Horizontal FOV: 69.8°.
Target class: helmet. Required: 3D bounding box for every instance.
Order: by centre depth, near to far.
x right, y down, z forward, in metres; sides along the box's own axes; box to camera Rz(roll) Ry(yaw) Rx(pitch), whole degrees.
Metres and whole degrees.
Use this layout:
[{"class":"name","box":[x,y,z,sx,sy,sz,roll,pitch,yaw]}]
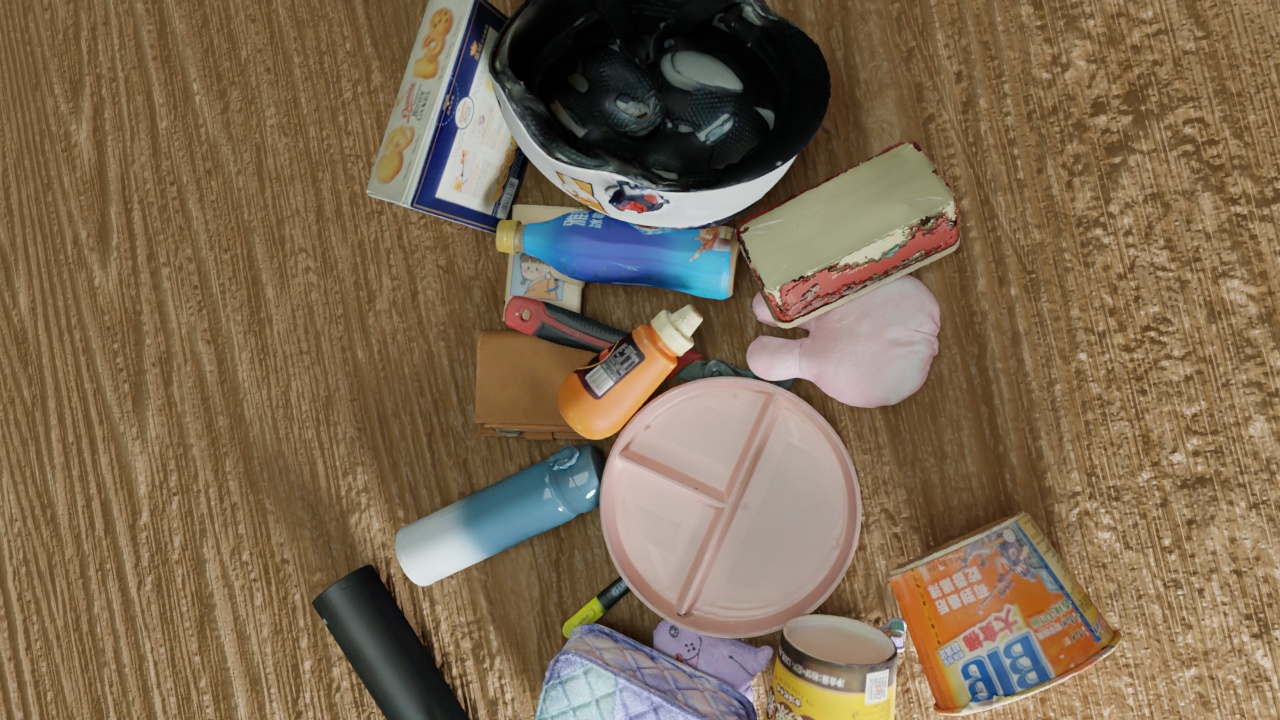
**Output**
[{"class":"helmet","box":[0.011,-0.206,0.778,0.274,0.157,0.229,23,67,9]}]

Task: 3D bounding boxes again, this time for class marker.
[{"class":"marker","box":[-0.027,0.223,0.871,0.124,0.015,0.018,-43,82,11]}]

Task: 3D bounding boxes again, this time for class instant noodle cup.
[{"class":"instant noodle cup","box":[0.273,0.193,0.716,0.151,0.151,0.111,-29,74,15]},{"class":"instant noodle cup","box":[0.157,0.281,0.754,0.118,0.118,0.114,8,100,17]}]

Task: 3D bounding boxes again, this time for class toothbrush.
[{"class":"toothbrush","box":[0.138,0.231,0.817,0.189,0.021,0.029,4,68,19]}]

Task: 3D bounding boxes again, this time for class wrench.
[{"class":"wrench","box":[0.005,-0.011,0.839,0.273,0.016,0.056,14,98,7]}]

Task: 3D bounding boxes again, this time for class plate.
[{"class":"plate","box":[0.078,0.129,0.813,0.230,0.028,0.229,0,89,11]}]

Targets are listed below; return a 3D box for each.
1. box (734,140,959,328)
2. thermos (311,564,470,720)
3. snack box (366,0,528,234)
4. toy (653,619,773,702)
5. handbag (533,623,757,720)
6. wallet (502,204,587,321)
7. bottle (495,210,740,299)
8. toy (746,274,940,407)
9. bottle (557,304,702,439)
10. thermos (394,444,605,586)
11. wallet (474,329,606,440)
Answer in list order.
[{"class":"box","box":[0.169,-0.106,0.754,0.168,0.075,0.091,-26,56,8]},{"class":"thermos","box":[-0.226,0.316,0.897,0.068,0.090,0.242,-32,78,-28]},{"class":"snack box","box":[-0.150,-0.213,0.819,0.046,0.182,0.178,21,96,17]},{"class":"toy","box":[0.060,0.271,0.832,0.108,0.038,0.084,19,114,15]},{"class":"handbag","box":[0.005,0.329,0.825,0.194,0.075,0.134,22,113,16]},{"class":"wallet","box":[-0.089,-0.091,0.885,0.087,0.024,0.115,6,91,22]},{"class":"bottle","box":[-0.022,-0.100,0.824,0.219,0.065,0.065,8,92,7]},{"class":"toy","box":[0.173,-0.023,0.787,0.160,0.054,0.121,7,80,18]},{"class":"bottle","box":[-0.005,0.005,0.805,0.150,0.066,0.067,-42,79,15]},{"class":"thermos","box":[-0.129,0.145,0.876,0.221,0.070,0.070,-27,82,16]},{"class":"wallet","box":[-0.095,0.023,0.882,0.132,0.031,0.107,0,87,17]}]
